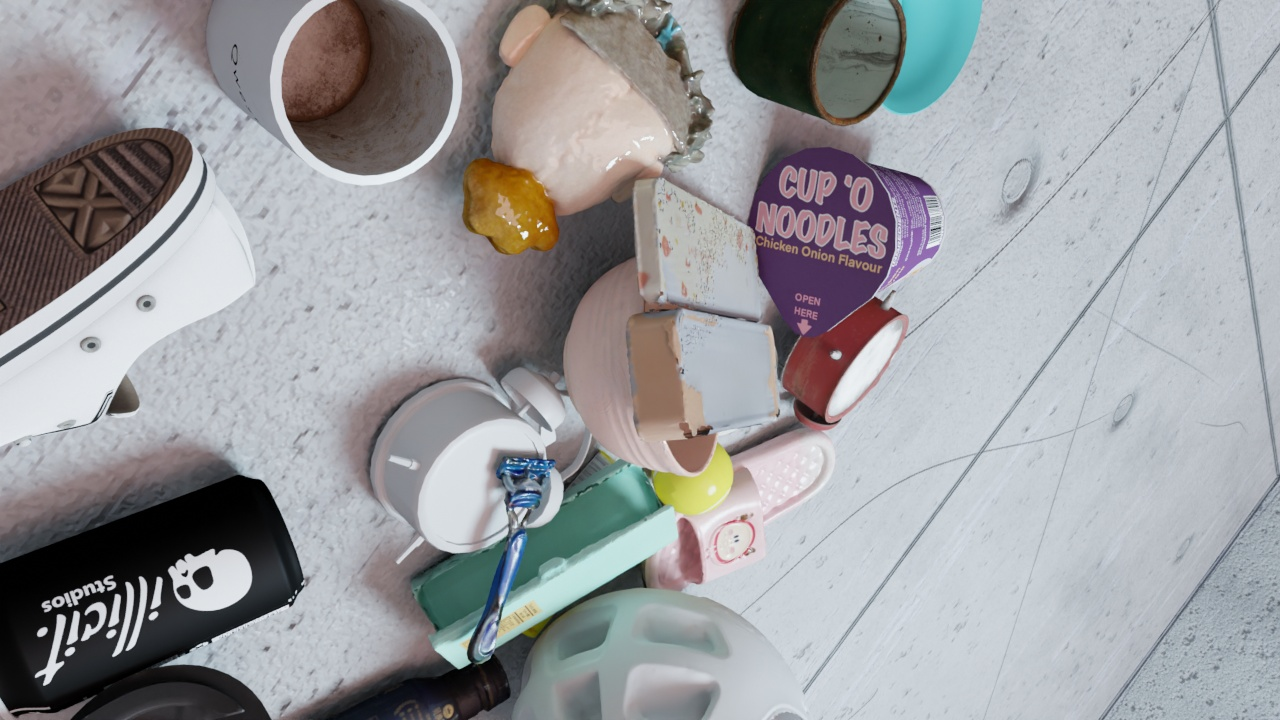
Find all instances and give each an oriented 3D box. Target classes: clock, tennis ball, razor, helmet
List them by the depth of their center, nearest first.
[{"bbox_3d":[-0.085,0.130,0.587,0.043,0.018,0.141,9,99,-46],"label":"razor"},{"bbox_3d":[-0.100,0.064,0.607,0.158,0.061,0.120,-18,124,-37],"label":"clock"},{"bbox_3d":[0.041,0.091,0.734,0.065,0.065,0.065,-21,127,-30],"label":"tennis ball"},{"bbox_3d":[0.023,0.291,0.744,0.225,0.183,0.282,-24,135,25],"label":"helmet"},{"bbox_3d":[0.169,0.002,0.791,0.109,0.062,0.157,-42,153,-20],"label":"clock"}]

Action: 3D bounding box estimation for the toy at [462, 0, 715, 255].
[{"bbox_3d":[-0.035,-0.133,0.523,0.175,0.076,0.132,-48,112,-9],"label":"toy"}]

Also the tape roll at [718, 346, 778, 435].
[{"bbox_3d":[0.071,0.016,0.747,0.093,0.019,0.094,-21,127,-30],"label":"tape roll"}]

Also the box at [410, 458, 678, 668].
[{"bbox_3d":[-0.059,0.151,0.643,0.188,0.080,0.077,-28,110,-12],"label":"box"}]

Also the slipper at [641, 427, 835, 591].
[{"bbox_3d":[0.090,0.131,0.808,0.221,0.056,0.107,-30,130,-23],"label":"slipper"}]

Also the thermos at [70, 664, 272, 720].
[{"bbox_3d":[-0.249,0.250,0.516,0.105,0.106,0.219,-25,157,-27],"label":"thermos"}]

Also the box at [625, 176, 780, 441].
[{"bbox_3d":[0.045,-0.029,0.592,0.216,0.043,0.150,3,78,-67],"label":"box"}]

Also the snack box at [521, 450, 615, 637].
[{"bbox_3d":[-0.058,0.142,0.711,0.149,0.025,0.061,-50,136,-5],"label":"snack box"}]

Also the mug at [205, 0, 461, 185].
[{"bbox_3d":[-0.146,-0.147,0.405,0.083,0.096,0.120,-37,134,-17],"label":"mug"}]

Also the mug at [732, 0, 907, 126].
[{"bbox_3d":[0.122,-0.216,0.599,0.085,0.081,0.111,33,92,-46],"label":"mug"}]

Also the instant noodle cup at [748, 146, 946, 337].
[{"bbox_3d":[0.167,-0.093,0.699,0.121,0.122,0.137,-14,115,-45],"label":"instant noodle cup"}]

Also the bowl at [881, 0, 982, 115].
[{"bbox_3d":[0.189,-0.244,0.664,0.120,0.046,0.121,-21,127,-30],"label":"bowl"}]

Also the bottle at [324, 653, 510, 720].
[{"bbox_3d":[-0.173,0.265,0.667,0.160,0.056,0.056,-19,127,-30],"label":"bottle"}]

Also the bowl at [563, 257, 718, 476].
[{"bbox_3d":[-0.004,0.004,0.614,0.152,0.076,0.153,-7,90,-69],"label":"bowl"}]

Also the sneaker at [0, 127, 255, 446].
[{"bbox_3d":[-0.278,0.004,0.405,0.245,0.091,0.097,-43,150,-13],"label":"sneaker"}]

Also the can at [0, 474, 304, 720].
[{"bbox_3d":[-0.262,0.121,0.485,0.145,0.080,0.080,-22,128,-29],"label":"can"}]
